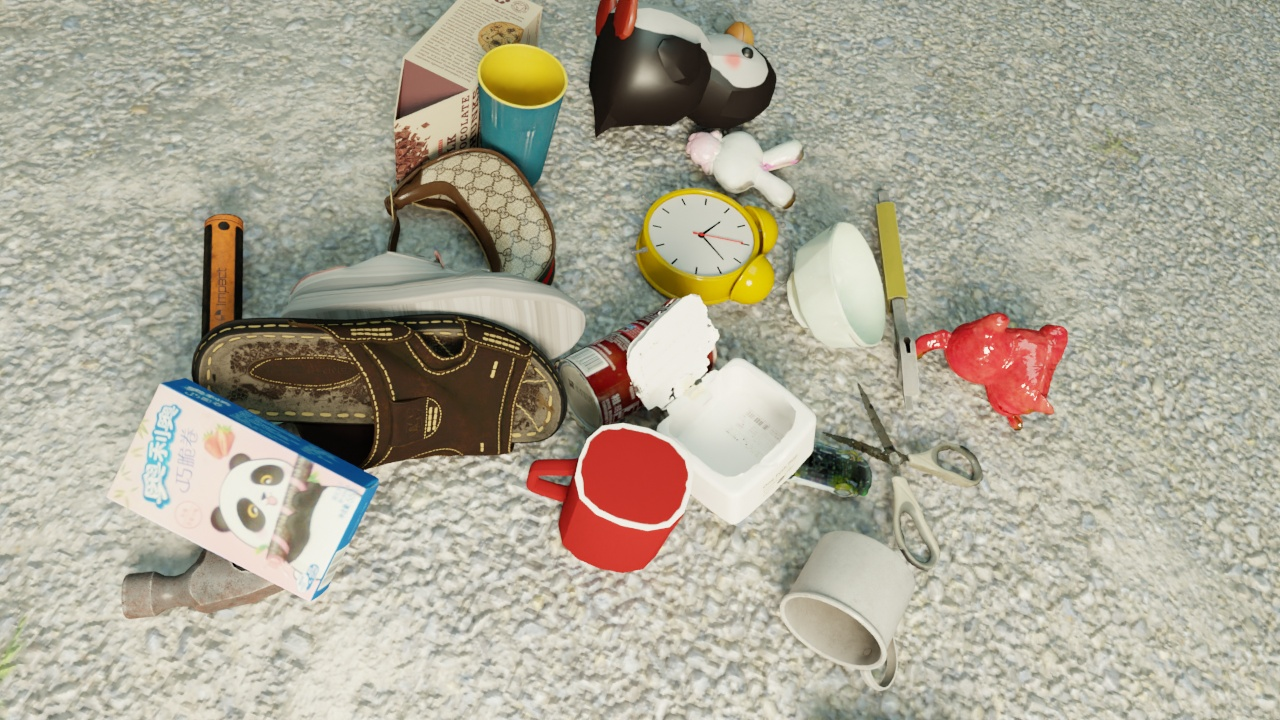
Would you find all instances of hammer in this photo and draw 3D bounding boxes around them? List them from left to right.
[{"bbox_3d":[-0.303,0.027,0.692,0.137,0.035,0.314,-3,66,-16],"label":"hammer"}]

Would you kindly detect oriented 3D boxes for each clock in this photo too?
[{"bbox_3d":[0.069,-0.106,0.862,0.152,0.052,0.113,11,58,-2],"label":"clock"}]

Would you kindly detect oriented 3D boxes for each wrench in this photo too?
[{"bbox_3d":[0.242,-0.069,0.871,0.018,0.084,0.272,-4,52,12],"label":"wrench"}]

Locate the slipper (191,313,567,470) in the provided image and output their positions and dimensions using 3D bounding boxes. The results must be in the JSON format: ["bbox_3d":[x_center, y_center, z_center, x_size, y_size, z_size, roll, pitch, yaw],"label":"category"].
[{"bbox_3d":[-0.179,0.025,0.663,0.267,0.113,0.075,7,26,-20],"label":"slipper"}]

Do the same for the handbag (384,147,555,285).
[{"bbox_3d":[-0.155,-0.111,0.810,0.138,0.063,0.166,-29,76,-14],"label":"handbag"}]

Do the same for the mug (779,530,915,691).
[{"bbox_3d":[0.166,0.191,0.697,0.113,0.084,0.070,51,55,-16],"label":"mug"}]

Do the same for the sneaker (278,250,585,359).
[{"bbox_3d":[-0.165,-0.048,0.732,0.236,0.099,0.089,-2,46,-9],"label":"sneaker"}]

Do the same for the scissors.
[{"bbox_3d":[0.228,0.099,0.783,0.170,0.013,0.157,8,66,-21],"label":"scissors"}]

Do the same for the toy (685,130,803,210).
[{"bbox_3d":[0.105,-0.201,0.935,0.122,0.038,0.079,18,70,-3],"label":"toy"}]

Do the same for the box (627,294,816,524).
[{"bbox_3d":[0.057,0.026,0.723,0.107,0.132,0.152,-39,62,-22],"label":"box"}]

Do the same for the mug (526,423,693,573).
[{"bbox_3d":[-0.028,0.100,0.689,0.116,0.097,0.080,18,58,-2],"label":"mug"}]

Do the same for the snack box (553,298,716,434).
[{"bbox_3d":[-0.005,0.004,0.767,0.121,0.072,0.072,-29,70,-25],"label":"snack box"}]

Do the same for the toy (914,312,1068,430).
[{"bbox_3d":[0.316,0.008,0.842,0.133,0.088,0.094,9,75,7],"label":"toy"}]

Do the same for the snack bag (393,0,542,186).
[{"bbox_3d":[-0.175,-0.254,0.866,0.070,0.095,0.205,26,58,3],"label":"snack bag"}]

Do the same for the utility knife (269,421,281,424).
[{"bbox_3d":[-0.272,0.036,0.720,0.141,0.015,0.022,-19,67,-20],"label":"utility knife"}]

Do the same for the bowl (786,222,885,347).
[{"bbox_3d":[0.174,-0.063,0.842,0.117,0.061,0.117,24,59,-48],"label":"bowl"}]

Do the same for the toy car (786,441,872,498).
[{"bbox_3d":[0.151,0.091,0.777,0.090,0.027,0.038,17,56,-5],"label":"toy car"}]

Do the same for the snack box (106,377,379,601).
[{"bbox_3d":[-0.263,0.085,0.611,0.154,0.033,0.088,27,94,0],"label":"snack box"}]

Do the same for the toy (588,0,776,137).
[{"bbox_3d":[0.046,-0.282,0.931,0.184,0.140,0.159,7,17,-20],"label":"toy"}]

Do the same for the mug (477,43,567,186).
[{"bbox_3d":[-0.114,-0.217,0.843,0.078,0.122,0.078,6,59,-10],"label":"mug"}]
